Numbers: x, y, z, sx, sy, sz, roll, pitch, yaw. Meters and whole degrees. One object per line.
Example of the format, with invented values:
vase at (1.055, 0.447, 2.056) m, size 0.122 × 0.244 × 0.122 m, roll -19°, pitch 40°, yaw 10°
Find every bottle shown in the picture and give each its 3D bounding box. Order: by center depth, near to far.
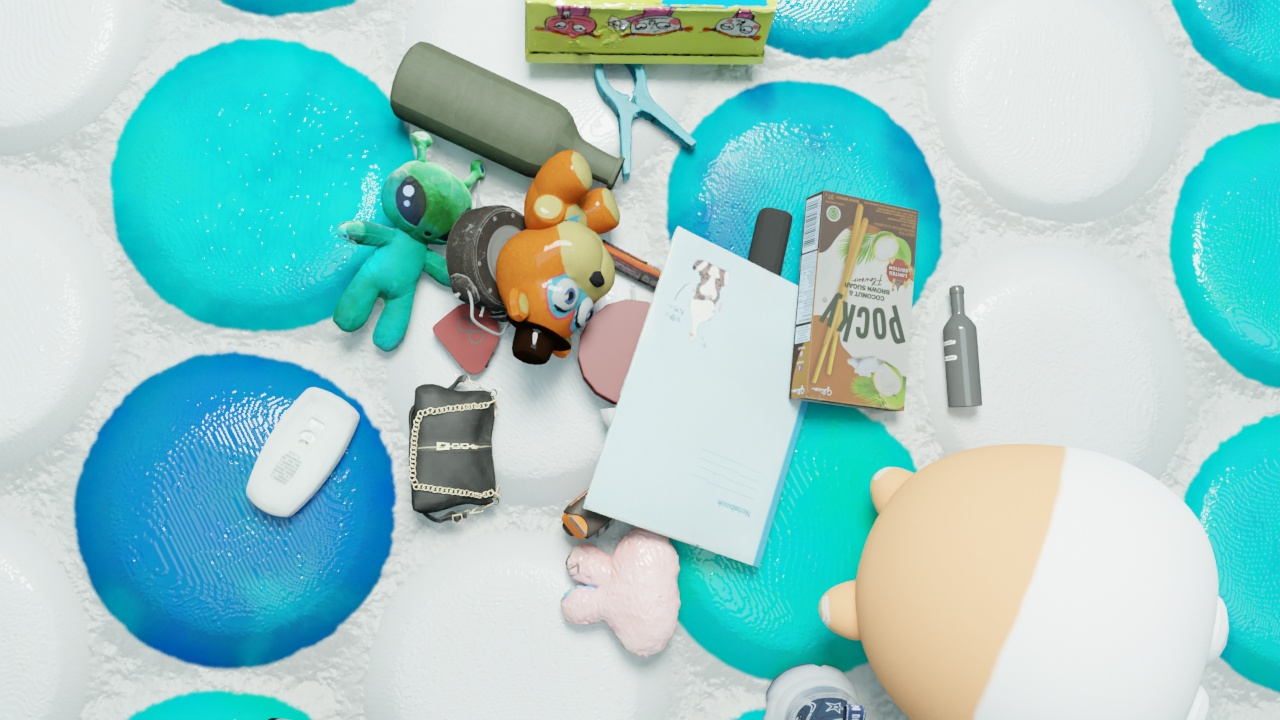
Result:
bottle at (-0.114, -0.208, 0.815) m, size 0.207 × 0.071 × 0.071 m, roll 24°, pitch 83°, yaw -2°
bottle at (0.297, -0.014, 0.852) m, size 0.030 × 0.030 × 0.113 m, roll -2°, pitch 85°, yaw -5°

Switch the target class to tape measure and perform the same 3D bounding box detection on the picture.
tape measure at (-0.040, 0.132, 0.796) m, size 0.058 × 0.059 × 0.038 m, roll -38°, pitch 89°, yaw -29°
tape measure at (-0.149, -0.022, 0.821) m, size 0.051 × 0.019 × 0.059 m, roll -40°, pitch 95°, yaw -9°

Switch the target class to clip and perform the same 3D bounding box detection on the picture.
clip at (-0.015, -0.230, 0.849) m, size 0.103 × 0.027 × 0.120 m, roll -23°, pitch 87°, yaw -9°

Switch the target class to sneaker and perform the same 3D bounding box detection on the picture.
sneaker at (0.154, 0.399, 0.751) m, size 0.103 × 0.132 × 0.269 m, roll 4°, pitch 86°, yaw -7°

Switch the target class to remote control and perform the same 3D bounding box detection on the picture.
remote control at (-0.293, 0.080, 0.794) m, size 0.060 × 0.028 × 0.114 m, roll 29°, pitch 83°, yaw -2°
remote control at (0.111, -0.069, 0.849) m, size 0.033 × 0.015 × 0.146 m, roll 13°, pitch 84°, yaw -4°

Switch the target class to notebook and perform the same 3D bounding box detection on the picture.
notebook at (0.069, 0.034, 0.801) m, size 0.181 × 0.009 × 0.253 m, roll 23°, pitch 79°, yaw -23°

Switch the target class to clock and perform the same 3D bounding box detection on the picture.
clock at (-0.130, -0.083, 0.796) m, size 0.044 × 0.091 × 0.122 m, roll 2°, pitch 71°, yaw 36°
clock at (-0.005, 0.005, 0.815) m, size 0.096 × 0.048 × 0.137 m, roll -27°, pitch 88°, yaw -7°

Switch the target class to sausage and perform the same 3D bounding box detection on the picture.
sausage at (-0.031, -0.099, 0.837) m, size 0.155 × 0.020 × 0.020 m, roll 28°, pitch 83°, yaw -2°

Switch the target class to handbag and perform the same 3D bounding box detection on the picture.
handbag at (-0.162, 0.076, 0.800) m, size 0.079 × 0.054 × 0.128 m, roll 1°, pitch 82°, yaw -16°

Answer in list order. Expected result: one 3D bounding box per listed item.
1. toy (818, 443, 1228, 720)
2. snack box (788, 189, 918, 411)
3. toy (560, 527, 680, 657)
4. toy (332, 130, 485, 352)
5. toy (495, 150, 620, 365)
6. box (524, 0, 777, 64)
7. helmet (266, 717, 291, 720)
toy at (0.298, 0.194, 0.729) m, size 0.281 × 0.266 × 0.262 m, roll 19°, pitch 66°, yaw 25°
snack box at (0.195, -0.052, 0.834) m, size 0.101 × 0.032 × 0.186 m, roll 8°, pitch 84°, yaw -19°
toy at (-0.017, 0.198, 0.798) m, size 0.105 × 0.053 × 0.108 m, roll 4°, pitch 85°, yaw 6°
toy at (-0.204, -0.106, 0.802) m, size 0.130 × 0.072 × 0.193 m, roll 29°, pitch 85°, yaw -41°
toy at (-0.071, -0.081, 0.769) m, size 0.096 × 0.112 × 0.176 m, roll 18°, pitch 78°, yaw 28°
box at (0.006, -0.335, 0.822) m, size 0.221 × 0.080 × 0.124 m, roll -2°, pitch 69°, yaw -8°
helmet at (-0.258, 0.404, 0.696) m, size 0.217 × 0.167 × 0.272 m, roll -39°, pitch 83°, yaw 7°
